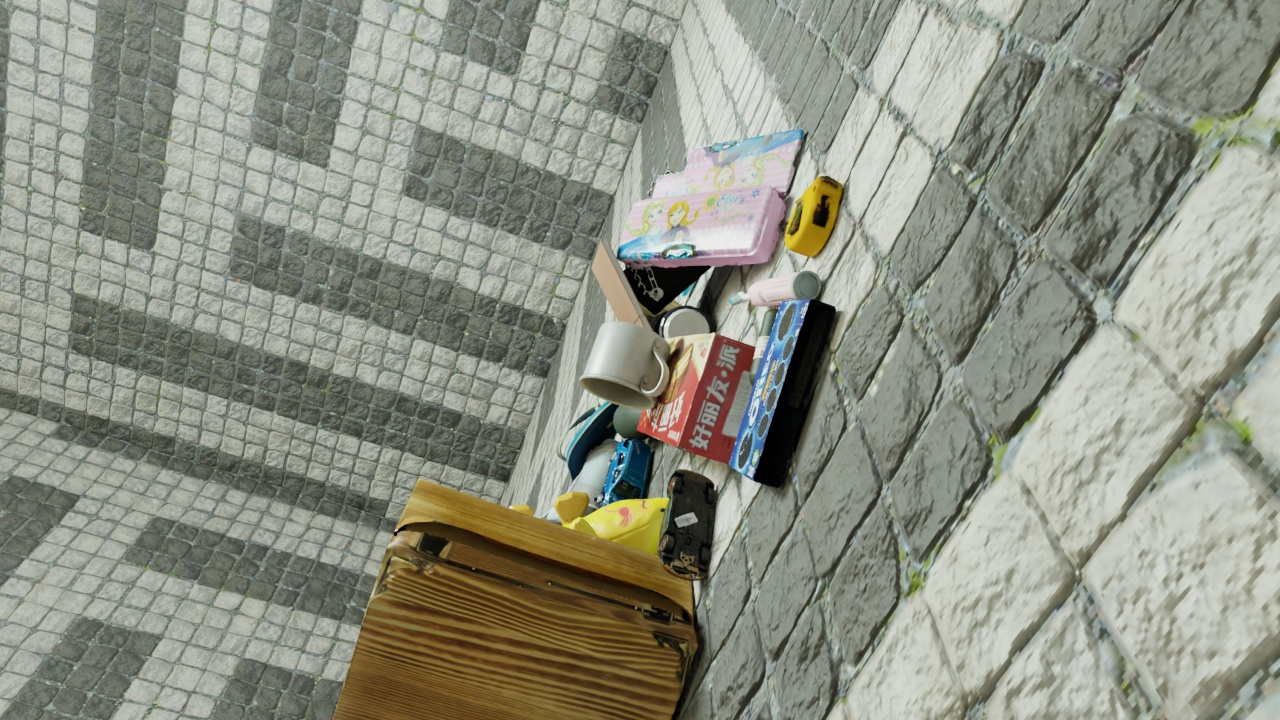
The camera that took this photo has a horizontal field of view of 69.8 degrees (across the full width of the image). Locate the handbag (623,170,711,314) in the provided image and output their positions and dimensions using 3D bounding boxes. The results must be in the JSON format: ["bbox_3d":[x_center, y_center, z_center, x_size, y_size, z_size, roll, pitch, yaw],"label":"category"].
[{"bbox_3d":[0.036,-0.146,1.132,0.154,0.114,0.124,-37,25,26],"label":"handbag"}]

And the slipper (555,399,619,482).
[{"bbox_3d":[-0.083,0.118,1.396,0.118,0.060,0.295,-45,-11,-20],"label":"slipper"}]

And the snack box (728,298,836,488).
[{"bbox_3d":[0.113,0.024,0.746,0.082,0.027,0.150,-168,96,-81],"label":"snack box"}]

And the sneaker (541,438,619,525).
[{"bbox_3d":[-0.078,0.198,1.371,0.160,0.093,0.257,-65,6,-16],"label":"sneaker"}]

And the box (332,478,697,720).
[{"bbox_3d":[-0.113,0.271,0.826,0.175,0.279,0.248,-85,16,-69],"label":"box"}]

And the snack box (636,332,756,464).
[{"bbox_3d":[0.057,0.036,0.946,0.236,0.060,0.113,180,107,-81],"label":"snack box"}]

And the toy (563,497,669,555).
[{"bbox_3d":[-0.052,0.201,0.961,0.135,0.193,0.087,-40,67,63],"label":"toy"}]

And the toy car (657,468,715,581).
[{"bbox_3d":[0.039,0.158,0.856,0.047,0.047,0.111,127,160,-48],"label":"toy car"}]

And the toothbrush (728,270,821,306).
[{"bbox_3d":[0.121,-0.064,0.875,0.223,0.026,0.027,-177,66,-80],"label":"toothbrush"}]

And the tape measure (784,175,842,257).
[{"bbox_3d":[0.149,-0.123,0.815,0.068,0.030,0.058,129,159,-67],"label":"tape measure"}]

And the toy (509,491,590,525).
[{"bbox_3d":[-0.085,0.288,1.095,0.247,0.140,0.267,94,159,-47],"label":"toy"}]

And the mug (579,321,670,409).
[{"bbox_3d":[-0.006,0.006,0.962,0.113,0.084,0.070,-3,62,49],"label":"mug"}]

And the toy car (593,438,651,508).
[{"bbox_3d":[-0.018,0.152,1.173,0.044,0.056,0.120,-41,25,46],"label":"toy car"}]

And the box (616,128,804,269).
[{"bbox_3d":[0.075,-0.182,1.035,0.231,0.035,0.159,5,73,49],"label":"box"}]

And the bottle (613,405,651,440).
[{"bbox_3d":[0.009,0.073,1.175,0.174,0.055,0.055,153,135,-75],"label":"bottle"}]

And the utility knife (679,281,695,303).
[{"bbox_3d":[0.068,-0.109,1.292,0.022,0.015,0.169,-84,17,-54],"label":"utility knife"}]

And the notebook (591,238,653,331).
[{"bbox_3d":[-0.007,-0.041,1.152,0.209,0.008,0.141,63,170,3],"label":"notebook"}]

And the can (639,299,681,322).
[{"bbox_3d":[0.020,-0.057,1.260,0.086,0.086,0.043,-88,17,-60],"label":"can"}]

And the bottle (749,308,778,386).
[{"bbox_3d":[0.110,0.006,0.806,0.025,0.025,0.106,136,151,-71],"label":"bottle"}]

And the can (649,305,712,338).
[{"bbox_3d":[0.044,-0.031,1.137,0.127,0.064,0.064,170,118,-79],"label":"can"}]
